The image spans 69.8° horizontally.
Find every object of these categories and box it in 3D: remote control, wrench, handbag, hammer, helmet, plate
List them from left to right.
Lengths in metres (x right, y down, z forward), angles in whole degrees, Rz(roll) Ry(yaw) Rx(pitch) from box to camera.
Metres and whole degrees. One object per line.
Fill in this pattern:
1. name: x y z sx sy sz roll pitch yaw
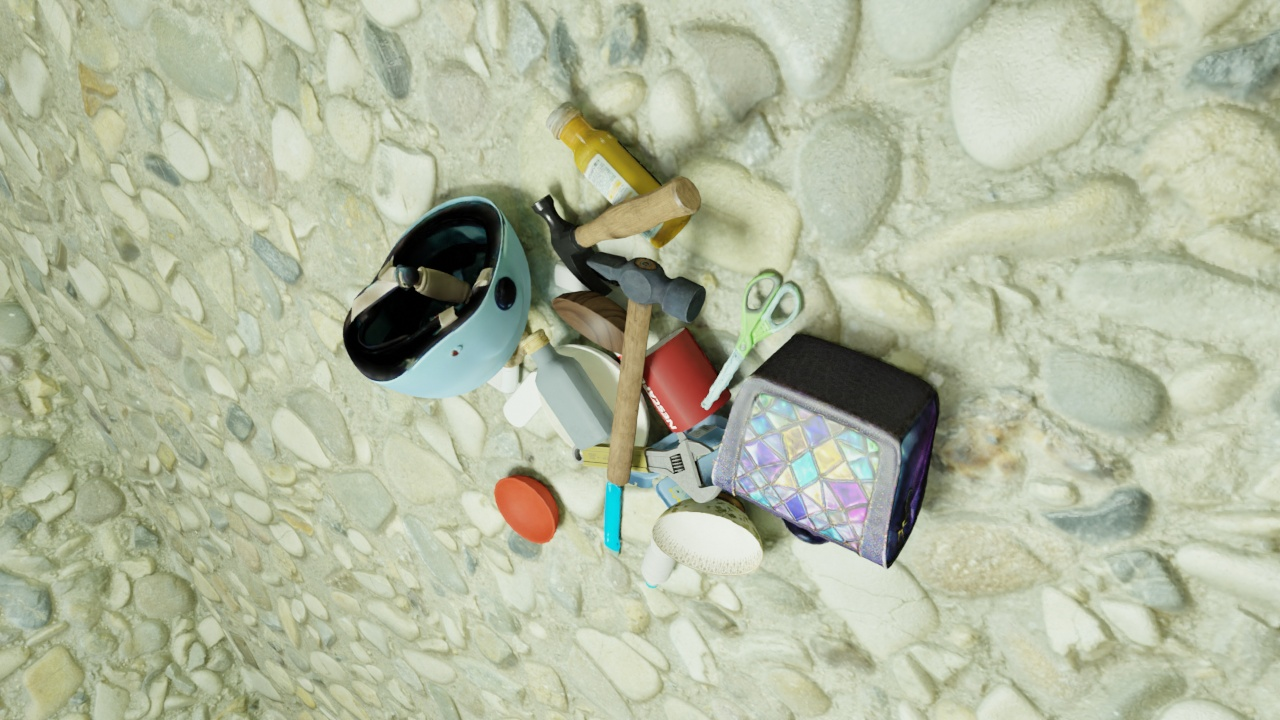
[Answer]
1. helmet: -0.237 -0.071 1.154 0.226 0.265 0.167 13 163 36
2. remote control: -0.228 -0.005 1.318 0.138 0.025 0.060 31 131 27
3. remote control: -0.160 0.055 1.315 0.043 0.013 0.137 48 137 3
4. plate: -0.057 0.054 1.214 0.182 0.034 0.183 21 129 28
5. remote control: -0.052 -0.088 1.131 0.131 0.012 0.033 23 130 27
6. hammer: -0.021 -0.142 0.976 0.132 0.040 0.306 56 157 -14
7. hammer: -0.012 0.025 1.030 0.129 0.040 0.323 27 133 22
8. wrench: 0.001 0.128 1.147 0.274 0.018 0.083 -3 95 49
9. handbag: 0.196 0.107 0.975 0.205 0.125 0.222 24 128 25

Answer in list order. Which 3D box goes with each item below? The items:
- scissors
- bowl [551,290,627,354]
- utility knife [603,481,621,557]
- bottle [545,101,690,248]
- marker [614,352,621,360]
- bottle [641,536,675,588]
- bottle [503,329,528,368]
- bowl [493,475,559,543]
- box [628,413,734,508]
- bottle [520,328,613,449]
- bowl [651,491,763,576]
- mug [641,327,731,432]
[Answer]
1. scissors: 0.112 -0.016 0.999 0.065 0.033 0.174 32 107 6
2. bowl: -0.046 -0.050 1.082 0.119 0.032 0.119 30 166 8
3. utility knife: -0.038 0.212 1.318 0.031 0.015 0.198 23 133 22
4. bottle: -0.027 -0.205 1.001 0.186 0.053 0.053 46 137 5
5. marker: -0.007 0.007 1.152 0.145 0.019 0.019 51 137 0
6. bottle: 0.029 0.272 1.283 0.044 0.044 0.136 32 134 19
7. bottle: -0.232 -0.047 1.273 0.167 0.059 0.059 27 132 24
8. bowl: -0.170 0.224 1.421 0.122 0.035 0.122 21 129 28
9. box: 0.069 0.135 1.166 0.126 0.039 0.210 36 139 -16
10. bottle: -0.095 0.034 1.172 0.072 0.046 0.161 -27 99 46
11. bowl: 0.090 0.208 1.159 0.145 0.063 0.145 12 140 10
12. mug: 0.041 0.024 1.087 0.096 0.080 0.116 55 165 -5
